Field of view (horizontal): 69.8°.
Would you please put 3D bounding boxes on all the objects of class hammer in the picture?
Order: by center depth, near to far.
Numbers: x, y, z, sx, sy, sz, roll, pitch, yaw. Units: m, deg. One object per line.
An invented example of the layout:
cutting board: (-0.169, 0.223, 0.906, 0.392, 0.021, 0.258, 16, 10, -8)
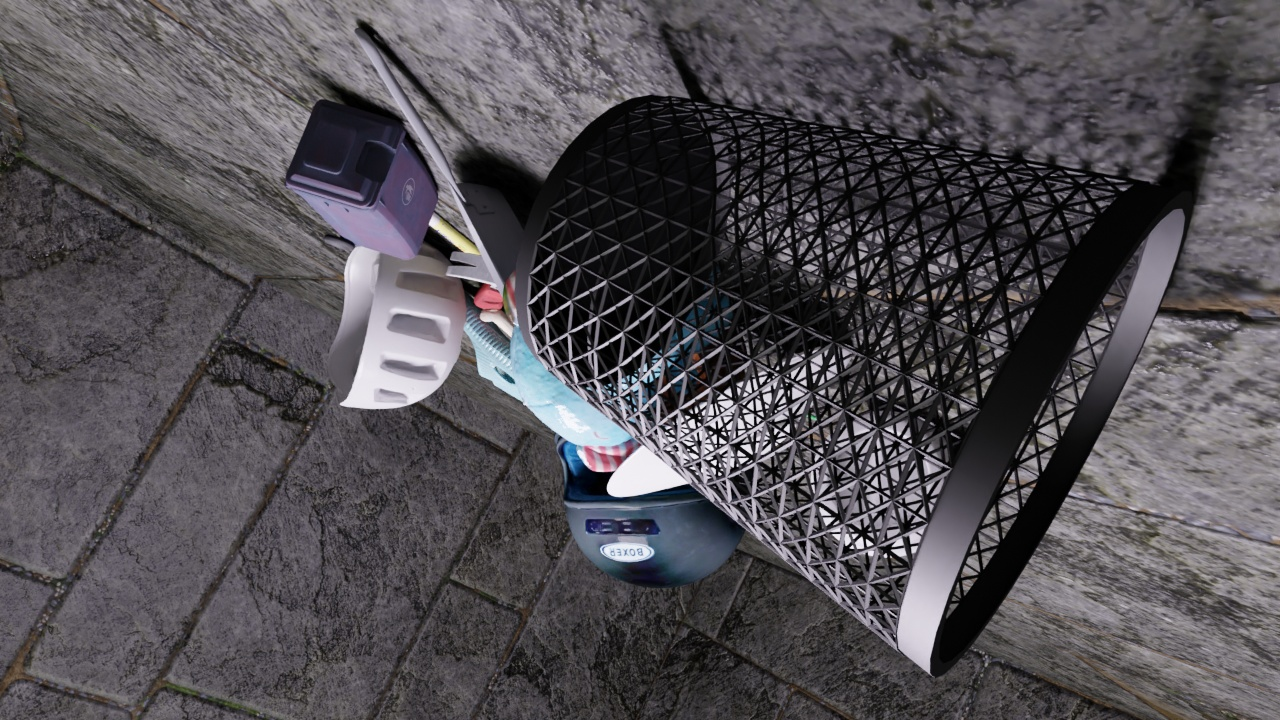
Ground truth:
hammer: (-0.171, -0.084, 1.081, 0.126, 0.036, 0.316, 16, 175, -15)

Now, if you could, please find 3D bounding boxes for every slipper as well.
slipper: (-0.196, -0.003, 1.269, 0.276, 0.069, 0.116, 44, 179, 10)

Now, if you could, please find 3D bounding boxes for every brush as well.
brush: (-0.111, 0.000, 1.216, 0.062, 0.077, 0.272, -1, 155, 42)

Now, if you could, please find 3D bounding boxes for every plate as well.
plate: (0.081, 0.064, 0.750, 0.030, 0.229, 0.229, 60, 178, 18)

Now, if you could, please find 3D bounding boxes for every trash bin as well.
trash bin: (0.083, -0.015, 0.440, 0.243, 0.216, 0.217, 29, 171, 31)
trash bin: (-0.246, -0.157, 0.821, 0.092, 0.093, 0.161, 17, 170, 4)

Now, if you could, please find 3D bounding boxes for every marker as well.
marker: (-0.207, -0.138, 1.009, 0.014, 0.014, 0.132, 18, 165, 40)

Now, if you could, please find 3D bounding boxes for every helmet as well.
helmet: (-0.308, -0.051, 1.126, 0.184, 0.224, 0.282, 5, 174, -6)
helmet: (0.015, 0.164, 1.167, 0.249, 0.235, 0.316, -4, 157, 22)

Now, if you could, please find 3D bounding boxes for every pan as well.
pan: (-0.131, -0.118, 0.746, 0.200, 0.050, 0.357, 57, 170, 41)

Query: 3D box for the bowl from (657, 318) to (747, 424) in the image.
bowl: (0.052, -0.005, 0.814, 0.147, 0.068, 0.147, 50, 153, 38)

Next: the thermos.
thermos: (0.252, 0.130, 0.897, 0.132, 0.131, 0.221, 21, 175, 28)

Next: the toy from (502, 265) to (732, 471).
toy: (-0.007, -0.010, 0.684, 0.183, 0.180, 0.115, 66, 171, -20)

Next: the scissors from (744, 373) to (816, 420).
scissors: (0.140, 0.041, 1.008, 0.130, 0.014, 0.071, 27, 169, 7)
